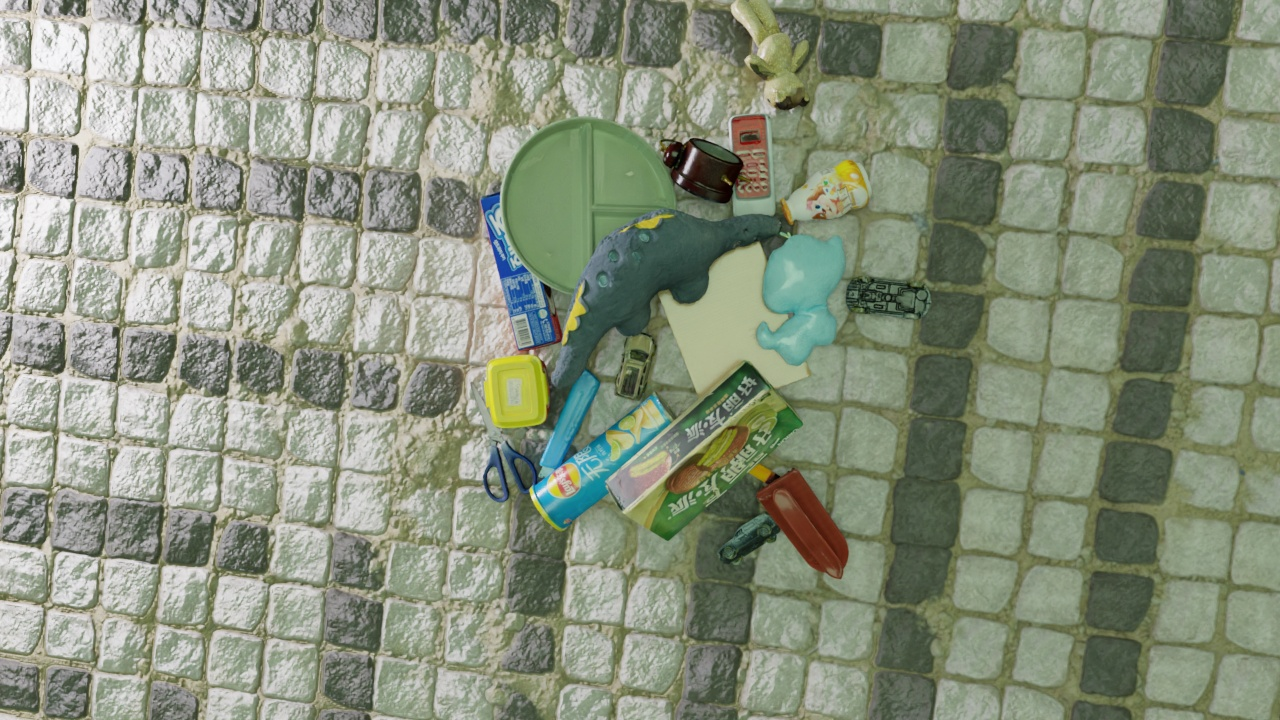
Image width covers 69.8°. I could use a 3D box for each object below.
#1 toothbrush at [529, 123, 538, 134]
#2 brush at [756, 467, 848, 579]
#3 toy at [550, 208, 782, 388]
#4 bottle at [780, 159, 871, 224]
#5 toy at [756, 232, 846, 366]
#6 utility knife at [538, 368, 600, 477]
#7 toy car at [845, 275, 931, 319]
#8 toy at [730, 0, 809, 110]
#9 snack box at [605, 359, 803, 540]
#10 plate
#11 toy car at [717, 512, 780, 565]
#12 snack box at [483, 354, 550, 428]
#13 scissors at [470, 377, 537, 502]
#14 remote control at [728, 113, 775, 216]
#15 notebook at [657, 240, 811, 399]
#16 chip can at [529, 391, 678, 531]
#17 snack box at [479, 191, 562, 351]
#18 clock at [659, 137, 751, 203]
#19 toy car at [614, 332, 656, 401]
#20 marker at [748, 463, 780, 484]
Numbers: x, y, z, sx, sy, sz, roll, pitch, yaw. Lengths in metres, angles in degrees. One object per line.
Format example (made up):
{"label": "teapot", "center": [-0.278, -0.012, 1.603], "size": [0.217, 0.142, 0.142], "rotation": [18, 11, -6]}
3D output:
{"label": "toothbrush", "center": [-0.084, -0.242, 1.210], "size": [0.017, 0.016, 0.187], "rotation": [-40, 88, -2]}
{"label": "brush", "center": [0.212, 0.211, 1.162], "size": [0.063, 0.069, 0.146], "rotation": [-35, 96, 13]}
{"label": "toy", "center": [0.015, -0.110, 1.132], "size": [0.356, 0.091, 0.138], "rotation": [-34, 110, -11]}
{"label": "bottle", "center": [0.232, -0.207, 1.154], "size": [0.108, 0.063, 0.063], "rotation": [-22, 90, 7]}
{"label": "toy", "center": [0.204, -0.086, 1.167], "size": [0.161, 0.050, 0.156], "rotation": [-34, 102, -4]}
{"label": "utility knife", "center": [-0.098, 0.087, 1.223], "size": [0.034, 0.018, 0.161], "rotation": [26, 97, 8]}
{"label": "toy car", "center": [0.314, -0.079, 1.166], "size": [0.105, 0.031, 0.049], "rotation": [8, 94, 7]}
{"label": "toy", "center": [0.162, -0.388, 1.160], "size": [0.105, 0.066, 0.157], "rotation": [-20, 85, -36]}
{"label": "snack box", "center": [0.081, 0.115, 1.152], "size": [0.240, 0.114, 0.063], "rotation": [-41, 49, 5]}
{"label": "plate", "center": [-0.065, -0.194, 1.171], "size": [0.230, 0.027, 0.230], "rotation": [0, 88, -14]}
{"label": "toy car", "center": [0.140, 0.233, 1.193], "size": [0.090, 0.043, 0.034], "rotation": [-35, 61, 3]}
{"label": "snack box", "center": [-0.157, 0.039, 1.196], "size": [0.082, 0.080, 0.091], "rotation": [-6, 92, 5]}
{"label": "scissors", "center": [-0.203, 0.111, 1.239], "size": [0.173, 0.012, 0.126], "rotation": [44, 95, 4]}
{"label": "remote control", "center": [0.144, -0.249, 1.183], "size": [0.056, 0.020, 0.136], "rotation": [-3, 92, 5]}
{"label": "notebook", "center": [0.116, -0.052, 1.199], "size": [0.149, 0.012, 0.211], "rotation": [-21, 90, 5]}
{"label": "chip can", "center": [-0.041, 0.131, 1.192], "size": [0.210, 0.071, 0.071], "rotation": [-38, 88, 6]}
{"label": "snack box", "center": [-0.155, -0.118, 1.200], "size": [0.057, 0.058, 0.207], "rotation": [-14, 91, 6]}
{"label": "clock", "center": [0.075, -0.246, 1.156], "size": [0.122, 0.081, 0.055], "rotation": [36, 120, 19]}
{"label": "toy car", "center": [-0.007, 0.007, 1.202], "size": [0.042, 0.035, 0.090], "rotation": [15, 91, 4]}
{"label": "marker", "center": [0.182, 0.161, 1.199], "size": [0.124, 0.015, 0.018], "rotation": [31, 97, 1]}
